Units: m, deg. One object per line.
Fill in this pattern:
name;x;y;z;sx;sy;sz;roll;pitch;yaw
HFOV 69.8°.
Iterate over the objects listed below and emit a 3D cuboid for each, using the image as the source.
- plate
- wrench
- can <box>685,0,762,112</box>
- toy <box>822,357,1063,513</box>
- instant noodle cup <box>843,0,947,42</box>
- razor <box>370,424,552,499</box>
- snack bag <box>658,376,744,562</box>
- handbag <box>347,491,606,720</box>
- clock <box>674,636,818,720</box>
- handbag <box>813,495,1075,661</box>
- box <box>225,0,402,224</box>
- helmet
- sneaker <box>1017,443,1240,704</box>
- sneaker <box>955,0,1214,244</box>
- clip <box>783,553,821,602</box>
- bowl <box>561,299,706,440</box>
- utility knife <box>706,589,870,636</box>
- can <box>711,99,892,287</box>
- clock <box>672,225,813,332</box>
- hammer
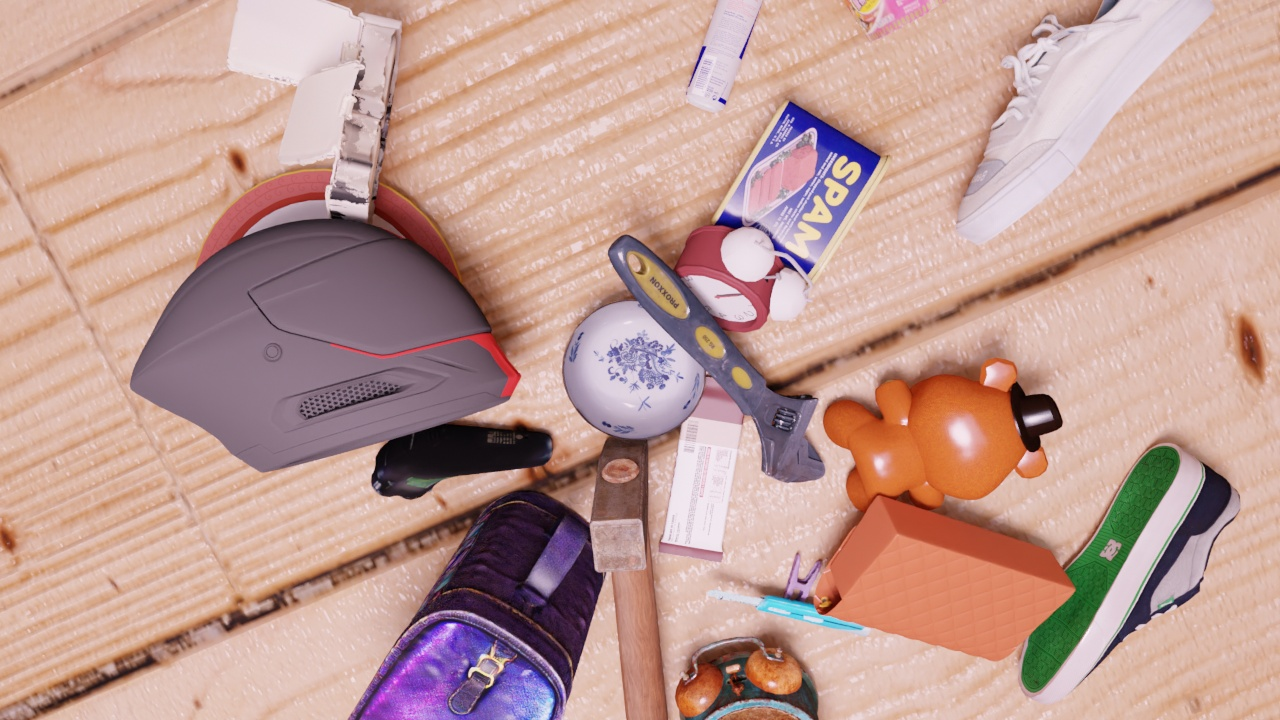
plate;-0.257;-0.041;0.762;0.230;0.021;0.230;0;100;3
wrench;0.067;0.005;0.715;0.073;0.022;0.273;-47;116;-6
can;0.064;-0.241;0.707;0.032;0.032;0.095;20;100;-1
toy;0.236;0.063;0.721;0.176;0.096;0.112;-14;100;33
instant noodle cup;0.176;-0.298;0.666;0.098;0.097;0.108;-30;104;7
razor;-0.149;0.085;0.771;0.151;0.053;0.067;-4;126;-4
snack bag;0.054;0.092;0.774;0.057;0.013;0.158;9;100;3
handbag;-0.110;0.210;0.710;0.125;0.204;0.222;35;105;-3
clock;0.089;0.294;0.775;0.121;0.073;0.158;-16;110;6
handbag;0.239;0.180;0.741;0.171;0.060;0.109;19;118;-17
box;-0.228;-0.184;0.630;0.106;0.193;0.143;9;83;-15
helmet;-0.235;-0.017;0.670;0.264;0.164;0.170;-17;87;-3
sneaker;0.396;0.187;0.740;0.079;0.084;0.235;30;96;-3
sneaker;0.304;-0.198;0.681;0.091;0.089;0.242;41;93;0
clip;0.135;0.191;0.788;0.035;0.013;0.052;22;103;0
bowl;-0.004;0.004;0.746;0.114;0.045;0.114;0;100;2
utility knife;0.126;0.211;0.777;0.151;0.015;0.022;13;127;-10
can;0.121;-0.130;0.712;0.092;0.056;0.116;31;100;-1
clock;0.073;-0.062;0.699;0.087;0.125;0.044;43;63;-33
hammer;-0.002;0.217;0.755;0.037;0.157;0.301;-4;112;3
